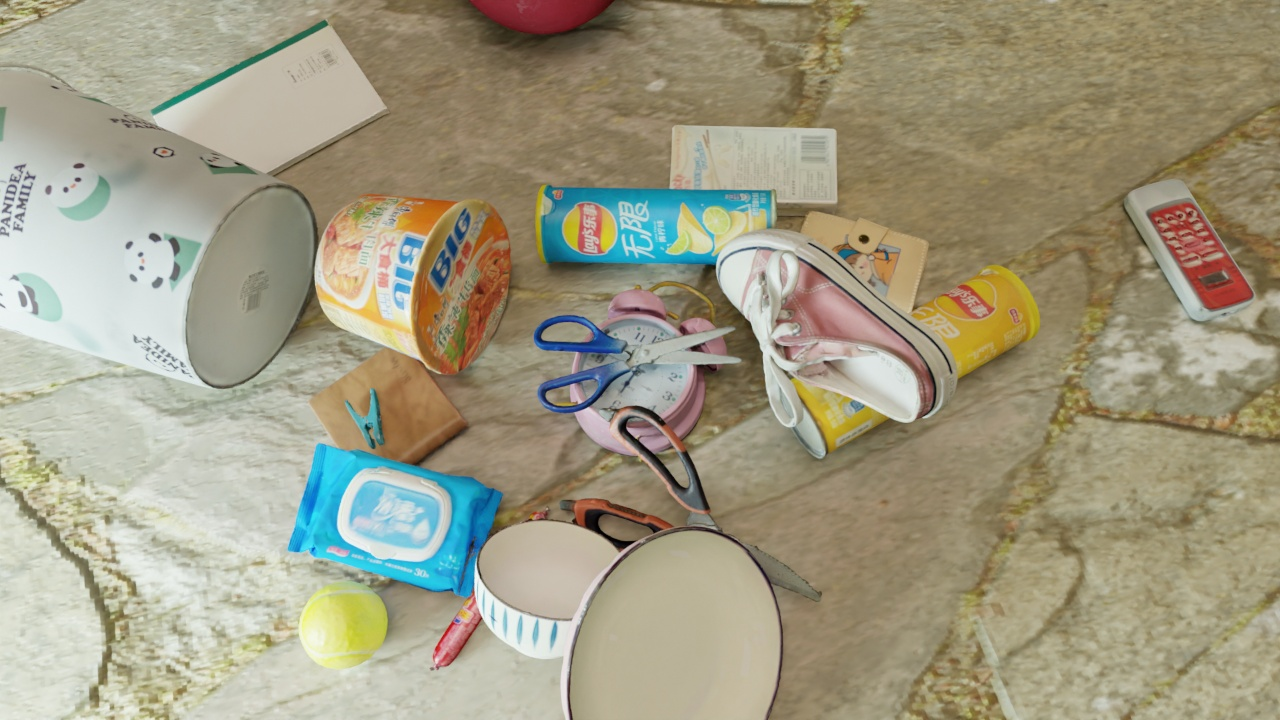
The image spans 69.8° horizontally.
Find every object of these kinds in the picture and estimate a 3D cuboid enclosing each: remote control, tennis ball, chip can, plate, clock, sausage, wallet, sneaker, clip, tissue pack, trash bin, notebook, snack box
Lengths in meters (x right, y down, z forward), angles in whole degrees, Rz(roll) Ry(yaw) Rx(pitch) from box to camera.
[{"bbox_3d":[0.482,-0.100,0.809,0.056,0.020,0.135,-16,67,-2],"label":"remote control"},{"bbox_3d":[-0.229,0.204,0.708,0.065,0.065,0.065,-2,67,4],"label":"tennis ball"},{"bbox_3d":[0.015,-0.121,0.826,0.210,0.071,0.071,1,67,5],"label":"chip can"},{"bbox_3d":[0.020,0.213,0.652,0.192,0.039,0.192,2,87,-36],"label":"plate"},{"bbox_3d":[0.006,0.002,0.780,0.117,0.060,0.158,29,72,16],"label":"clock"},{"bbox_3d":[-0.120,0.181,0.736,0.020,0.020,0.155,30,72,16],"label":"sausage"},{"bbox_3d":[0.221,0.001,0.758,0.213,0.072,0.072,-29,68,-7],"label":"chip can"},{"bbox_3d":[-0.222,0.046,0.802,0.101,0.020,0.115,-38,67,-12],"label":"wallet"},{"bbox_3d":[0.124,-0.027,0.700,0.087,0.118,0.241,-19,41,-28],"label":"sneaker"},{"bbox_3d":[-0.232,0.051,0.782,0.037,0.013,0.055,-27,64,-5],"label":"clip"},{"bbox_3d":[0.195,-0.088,0.825,0.115,0.024,0.087,17,74,13],"label":"wallet"},{"bbox_3d":[-0.197,0.126,0.733,0.157,0.052,0.094,15,75,-1],"label":"tissue pack"},{"bbox_3d":[-0.435,-0.102,0.779,0.252,0.230,0.229,19,69,7],"label":"trash bin"},{"bbox_3d":[-0.385,-0.258,0.948,0.209,0.012,0.150,-32,68,-9],"label":"notebook"},{"bbox_3d":[0.106,-0.180,0.868,0.157,0.027,0.084,2,67,5],"label":"snack box"}]

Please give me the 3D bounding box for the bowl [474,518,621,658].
[{"bbox_3d":[-0.069,0.181,0.695,0.116,0.066,0.116,9,25,-5],"label":"bowl"}]

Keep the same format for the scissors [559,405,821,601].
[{"bbox_3d":[0.033,0.127,0.718,0.224,0.015,0.189,-2,99,20],"label":"scissors"}]

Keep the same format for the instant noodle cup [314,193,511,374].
[{"bbox_3d":[-0.196,-0.073,0.787,0.111,0.151,0.151,15,68,19],"label":"instant noodle cup"}]

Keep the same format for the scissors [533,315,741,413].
[{"bbox_3d":[-0.009,-0.011,0.748,0.170,0.012,0.144,-36,70,-10],"label":"scissors"}]

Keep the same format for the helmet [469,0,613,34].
[{"bbox_3d":[-0.107,-0.424,0.931,0.206,0.144,0.240,-39,55,-12],"label":"helmet"}]
